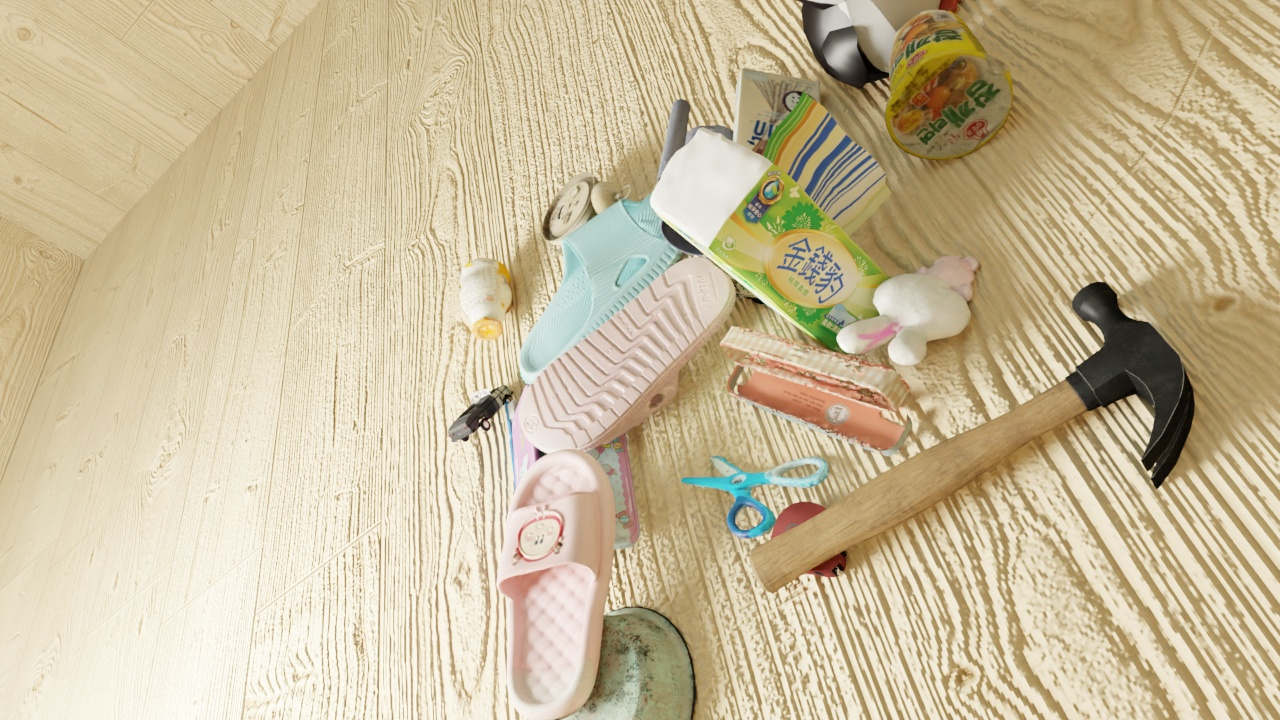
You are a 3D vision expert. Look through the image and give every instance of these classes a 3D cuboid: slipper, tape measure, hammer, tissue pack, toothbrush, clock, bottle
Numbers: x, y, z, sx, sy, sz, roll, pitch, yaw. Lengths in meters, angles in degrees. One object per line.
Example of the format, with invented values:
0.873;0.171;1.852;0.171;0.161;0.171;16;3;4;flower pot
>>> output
-0.005;0.005;0.856;0.239;0.064;0.094;-42;62;5;slipper
0.128;0.133;0.683;0.059;0.019;0.051;1;62;38;tape measure
0.208;0.076;0.616;0.306;0.040;0.132;-34;42;17;hammer
0.126;-0.116;0.723;0.141;0.197;0.120;-52;45;6;tissue pack
-0.049;-0.086;0.981;0.276;0.069;0.116;-49;42;8;slipper
-0.075;0.178;0.751;0.107;0.055;0.221;-15;59;26;slipper
-0.126;0.105;0.960;0.014;0.016;0.166;-36;43;21;toothbrush
-0.054;-0.171;1.057;0.141;0.054;0.092;-17;51;46;clock
-0.187;-0.073;1.113;0.063;0.063;0.108;-34;44;23;bottle

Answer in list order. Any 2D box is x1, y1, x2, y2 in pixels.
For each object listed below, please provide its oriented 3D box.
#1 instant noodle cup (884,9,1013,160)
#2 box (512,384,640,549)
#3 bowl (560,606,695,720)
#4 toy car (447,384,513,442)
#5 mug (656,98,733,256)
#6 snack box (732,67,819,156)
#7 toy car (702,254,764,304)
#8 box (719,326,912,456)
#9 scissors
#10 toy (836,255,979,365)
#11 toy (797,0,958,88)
0.253;-0.240;0.773;0.102;0.102;0.108;-27;38;29;instant noodle cup
-0.074;0.103;0.879;0.140;0.062;0.213;-31;45;21;box
-0.030;0.268;0.727;0.158;0.038;0.157;-26;47;31;bowl
-0.177;0.056;1.009;0.040;0.037;0.092;-26;14;32;toy car
0.057;-0.179;0.897;0.084;0.124;0.103;-10;54;30;mug
0.131;-0.217;0.888;0.026;0.082;0.149;106;173;-59;snack box
0.088;-0.084;0.862;0.113;0.040;0.048;13;71;49;toy car
0.131;0.019;0.734;0.187;0.054;0.076;19;109;51;box
0.076;0.105;0.729;0.141;0.013;0.112;-2;33;41;scissors
0.212;-0.039;0.699;0.076;0.037;0.125;24;56;41;toy
0.182;-0.352;0.846;0.140;0.184;0.159;9;69;49;toy
